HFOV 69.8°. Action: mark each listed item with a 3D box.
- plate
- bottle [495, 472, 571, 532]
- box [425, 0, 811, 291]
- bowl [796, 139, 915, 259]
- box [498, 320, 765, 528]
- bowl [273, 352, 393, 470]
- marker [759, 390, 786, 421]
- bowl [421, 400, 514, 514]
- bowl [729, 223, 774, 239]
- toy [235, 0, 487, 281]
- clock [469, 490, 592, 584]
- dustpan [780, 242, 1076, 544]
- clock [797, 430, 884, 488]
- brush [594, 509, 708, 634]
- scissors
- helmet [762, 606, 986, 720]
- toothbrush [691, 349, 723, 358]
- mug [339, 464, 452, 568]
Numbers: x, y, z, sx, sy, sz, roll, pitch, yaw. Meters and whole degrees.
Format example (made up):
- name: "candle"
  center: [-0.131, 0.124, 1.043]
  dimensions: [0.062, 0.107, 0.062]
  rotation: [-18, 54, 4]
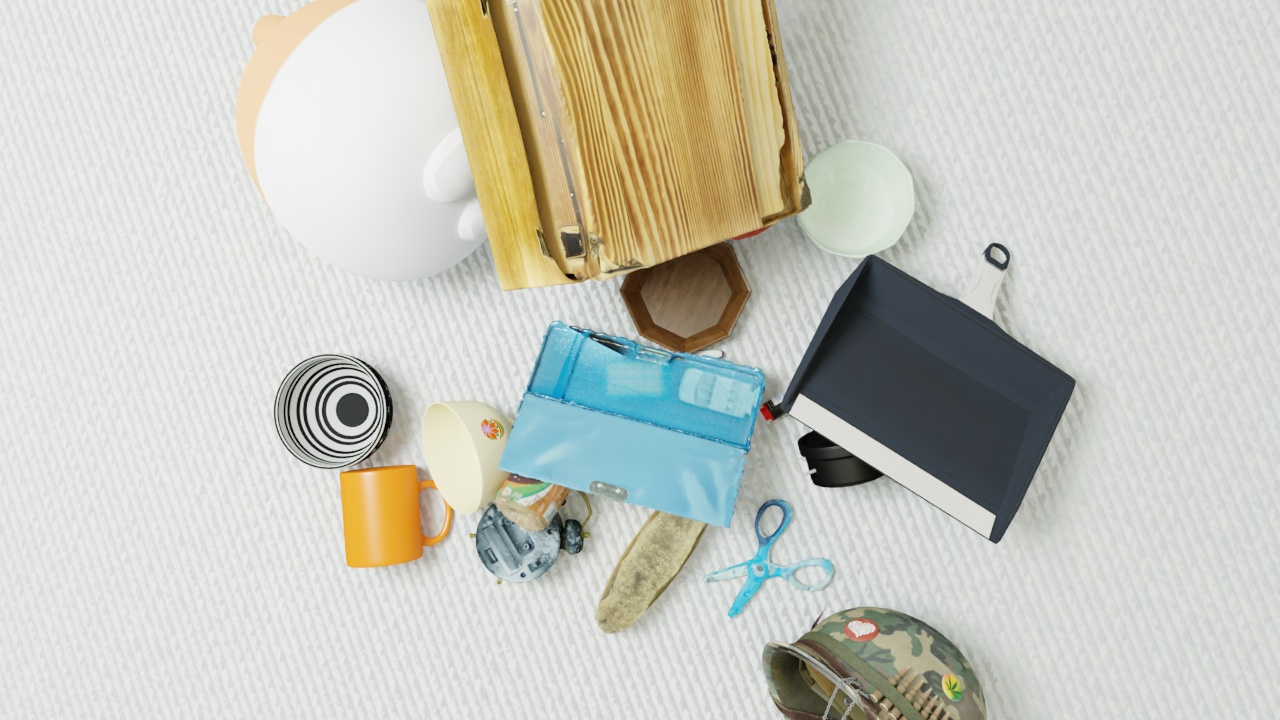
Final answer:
- name: "plate"
  center: [0.047, -0.071, 0.954]
  dimensions: [0.131, 0.025, 0.131]
  rotation: [0, 89, 6]
- name: "bottle"
  center: [-0.079, 0.090, 0.924]
  dimensions: [0.059, 0.059, 0.166]
  rotation: [30, 64, 5]
- name: "box"
  center: [-0.016, -0.223, 0.774]
  dimensions: [0.221, 0.257, 0.279]
  rotation: [0, 110, 37]
- name: "bowl"
  center: [0.211, -0.157, 0.922]
  dimensions: [0.117, 0.061, 0.117]
  rotation: [0, 89, 6]
- name: "box"
  center: [-0.006, 0.060, 0.899]
  dimensions: [0.231, 0.034, 0.174]
  rotation: [15, 61, 6]
- name: "bowl"
  center: [-0.314, 0.053, 0.967]
  dimensions: [0.120, 0.066, 0.120]
  rotation: [0, 89, 6]
- name: "marker"
  center: [0.188, 0.018, 0.941]
  dimensions: [0.145, 0.021, 0.023]
  rotation: [-31, 78, 4]
- name: "bowl"
  center: [-0.163, 0.090, 0.943]
  dimensions: [0.073, 0.118, 0.118]
  rotation: [-17, 86, -37]
- name: "bowl"
  center: [0.096, -0.183, 0.947]
  dimensions: [0.122, 0.035, 0.122]
  rotation: [0, 89, 6]
- name: "toy"
  center: [-0.246, -0.221, 0.875]
  dimensions: [0.281, 0.263, 0.265]
  rotation: [36, 79, 23]
- name: "clock"
  center: [-0.111, 0.175, 0.952]
  dimensions: [0.129, 0.052, 0.090]
  rotation: [-32, 86, 5]
- name: "dustpan"
  center: [0.296, -0.006, 0.881]
  dimensions: [0.236, 0.080, 0.272]
  rotation: [32, 53, 2]
- name: "clock"
  center: [0.216, 0.089, 0.903]
  dimensions: [0.121, 0.091, 0.042]
  rotation: [-13, 98, 9]
- name: "brush"
  center: [0.016, 0.201, 0.943]
  dimensions: [0.059, 0.043, 0.195]
  rotation: [36, 93, 6]
- name: "scissors"
  center: [0.126, 0.202, 0.949]
  dimensions: [0.137, 0.012, 0.127]
  rotation: [-12, 88, 7]
- name: "helmet"
  center: [0.200, 0.339, 0.842]
  dimensions: [0.224, 0.193, 0.235]
  rotation: [36, 65, -8]
- name: "toothbrush"
  center: [-0.006, 0.006, 0.963]
  dimensions: [0.187, 0.016, 0.015]
  rotation: [-8, 85, 6]
- name: "mug"
  center: [-0.253, 0.159, 0.961]
  dimensions: [0.112, 0.078, 0.096]
  rotation: [-4, 88, -23]
